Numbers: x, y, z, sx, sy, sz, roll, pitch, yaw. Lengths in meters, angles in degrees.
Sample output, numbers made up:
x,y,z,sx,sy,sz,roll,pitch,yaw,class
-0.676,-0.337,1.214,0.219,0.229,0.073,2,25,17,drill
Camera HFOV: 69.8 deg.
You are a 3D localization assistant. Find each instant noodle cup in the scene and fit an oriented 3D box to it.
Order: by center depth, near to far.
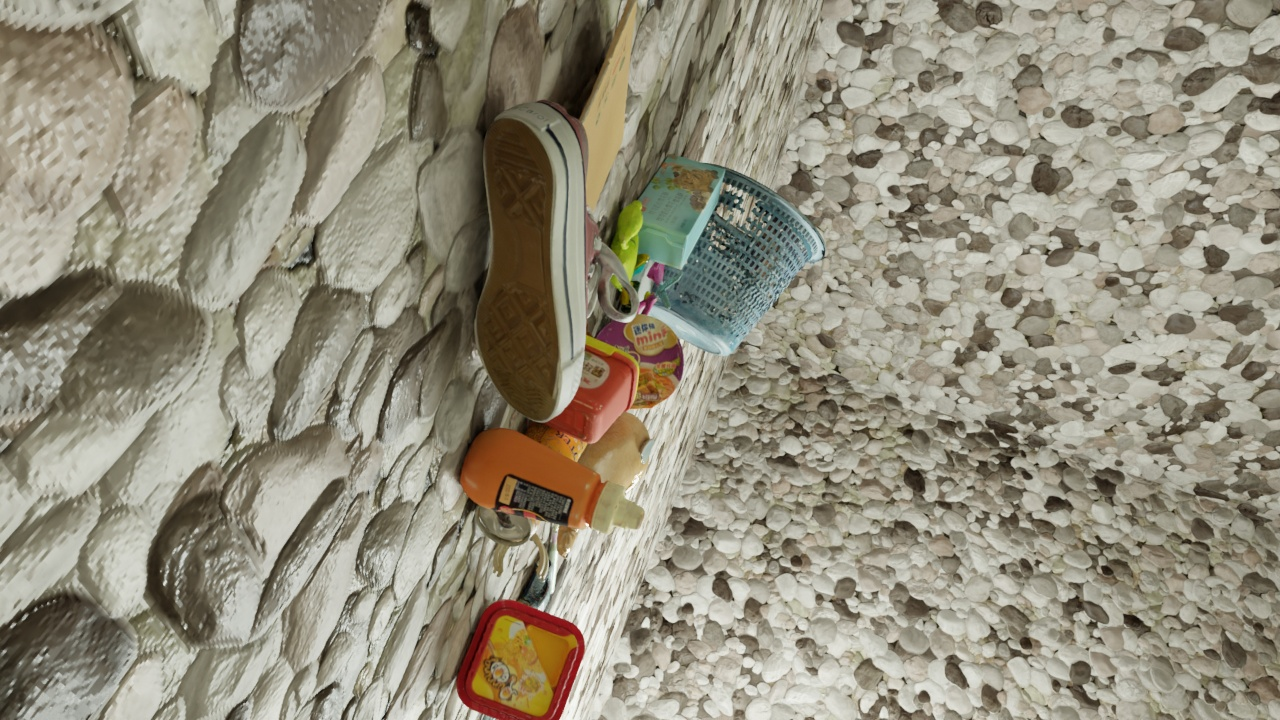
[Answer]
x,y,z,sx,sy,sz,roll,pitch,yaw,class
-0.130,0.327,0.994,0.124,0.116,0.116,121,-10,-73,instant noodle cup
-0.007,0.006,1.111,0.099,0.111,0.111,117,-8,-83,instant noodle cup

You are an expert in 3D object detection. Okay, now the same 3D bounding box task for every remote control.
x,y,z,sx,sy,sz,roll,pitch,yaw,class
0.002,-0.104,1.166,0.058,0.021,0.150,34,74,-73,remote control

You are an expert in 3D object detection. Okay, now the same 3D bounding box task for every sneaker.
x,y,z,sx,sy,sz,roll,pitch,yaw,class
-0.057,-0.065,0.631,0.087,0.118,0.242,-35,142,-42,sneaker

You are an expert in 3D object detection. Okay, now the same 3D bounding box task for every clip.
x,y,z,sx,sy,sz,roll,pitch,yaw,class
-0.130,0.183,0.946,0.035,0.095,0.102,81,-11,-69,clip

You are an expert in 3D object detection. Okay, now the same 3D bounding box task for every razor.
x,y,z,sx,sy,sz,roll,pitch,yaw,class
-0.008,-0.097,1.068,0.133,0.028,0.043,119,-10,-72,razor

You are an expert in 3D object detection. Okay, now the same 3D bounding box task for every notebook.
x,y,z,sx,sy,sz,roll,pitch,yaw,class
-0.036,-0.173,0.749,0.208,0.008,0.147,105,5,-74,notebook

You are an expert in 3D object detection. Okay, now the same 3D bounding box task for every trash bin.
x,y,z,sx,sy,sz,roll,pitch,yaw,class
0.105,-0.123,1.246,0.195,0.226,0.226,-58,169,-8,trash bin

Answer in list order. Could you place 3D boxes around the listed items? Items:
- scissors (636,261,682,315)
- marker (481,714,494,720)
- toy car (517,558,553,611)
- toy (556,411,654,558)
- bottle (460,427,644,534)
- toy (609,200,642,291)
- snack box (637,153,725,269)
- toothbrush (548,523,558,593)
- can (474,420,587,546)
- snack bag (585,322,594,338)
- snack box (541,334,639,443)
x,y,z,sx,sy,sz,roll,pitch,yaw,class
0.025,-0.091,1.090,0.136,0.017,0.108,-31,-139,66,scissors
-0.177,0.417,1.163,0.017,0.017,0.145,89,21,-65,marker
-0.131,0.295,1.152,0.105,0.031,0.049,-64,169,-46,toy car
-0.057,0.147,1.137,0.225,0.083,0.143,-41,137,-55,toy
-0.068,0.104,0.741,0.066,0.149,0.067,20,89,-81,bottle
-0.017,-0.122,0.982,0.096,0.031,0.100,-72,176,-74,toy
0.041,-0.180,1.086,0.174,0.074,0.052,-62,168,-48,snack box
-0.113,0.258,1.225,0.020,0.029,0.190,-15,139,-27,toothbrush
-0.099,0.105,0.857,0.145,0.058,0.058,-60,165,-54,can
-0.069,0.013,0.956,0.045,0.026,0.105,66,42,-64,snack bag
-0.057,0.027,0.865,0.079,0.091,0.082,-56,163,-39,snack box
